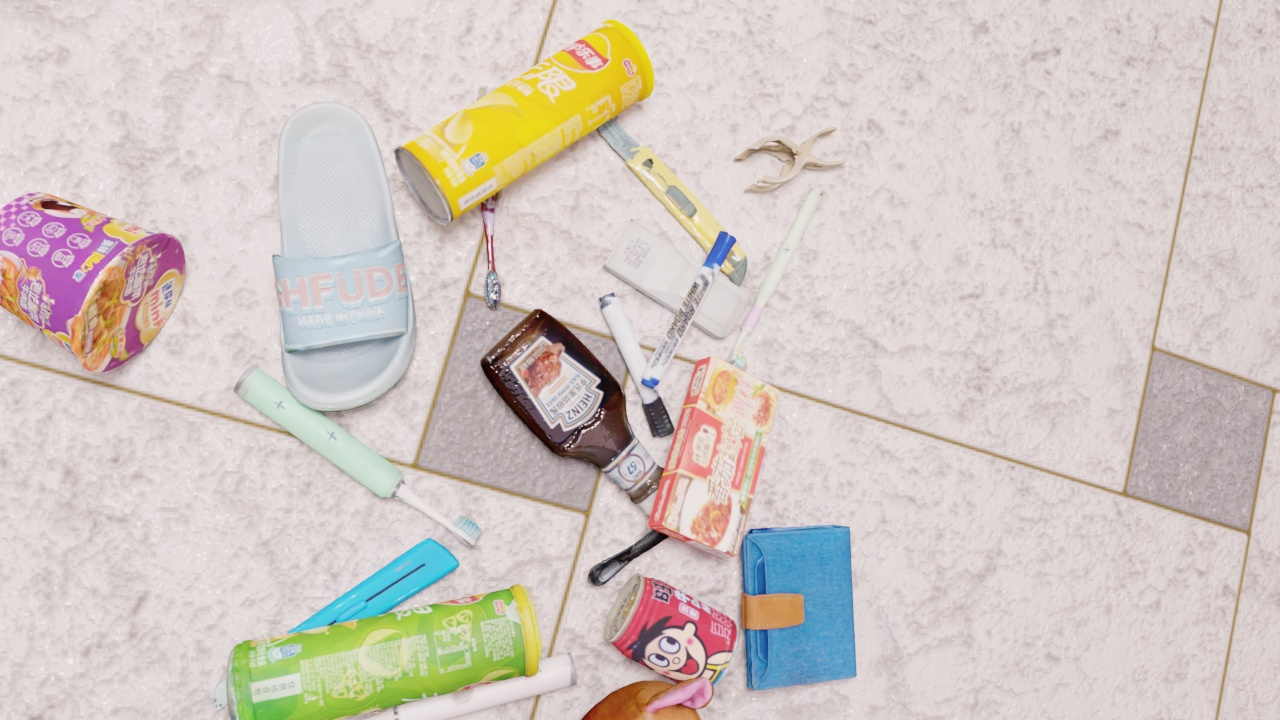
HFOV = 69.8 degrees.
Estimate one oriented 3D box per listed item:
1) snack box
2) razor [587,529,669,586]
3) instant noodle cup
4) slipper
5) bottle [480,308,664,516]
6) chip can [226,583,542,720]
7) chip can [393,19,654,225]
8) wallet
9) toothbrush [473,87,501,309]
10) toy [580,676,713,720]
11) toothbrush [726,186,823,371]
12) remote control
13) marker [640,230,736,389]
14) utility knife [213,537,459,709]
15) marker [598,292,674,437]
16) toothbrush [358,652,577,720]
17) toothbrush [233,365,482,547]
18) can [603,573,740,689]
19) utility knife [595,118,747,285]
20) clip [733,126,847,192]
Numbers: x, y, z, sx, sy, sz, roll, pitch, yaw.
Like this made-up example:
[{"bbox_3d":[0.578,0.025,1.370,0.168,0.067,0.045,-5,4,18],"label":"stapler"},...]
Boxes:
[{"bbox_3d":[0.063,0.079,0.761,0.075,0.026,0.152,27,66,-21],"label":"snack box"},{"bbox_3d":[0.017,0.148,0.771,0.142,0.022,0.042,-30,98,-15],"label":"razor"},{"bbox_3d":[-0.403,-0.063,0.655,0.099,0.112,0.111,28,80,-1],"label":"instant noodle cup"},{"bbox_3d":[-0.231,-0.084,0.707,0.104,0.074,0.245,-6,86,-14],"label":"slipper"},{"bbox_3d":[-0.043,0.050,0.755,0.079,0.044,0.195,-44,96,-14],"label":"bottle"},{"bbox_3d":[-0.189,0.224,0.685,0.221,0.073,0.072,-7,87,-18],"label":"chip can"},{"bbox_3d":[-0.089,-0.192,0.737,0.213,0.072,0.072,-38,94,-19],"label":"chip can"},{"bbox_3d":[0.135,0.209,0.787,0.106,0.040,0.133,0,85,-17],"label":"wallet"},{"bbox_3d":[-0.127,-0.136,0.762,0.016,0.017,0.187,-3,87,-13],"label":"toothbrush"},{"bbox_3d":[-0.029,0.315,0.700,0.199,0.140,0.130,-26,62,-18],"label":"toy"},{"bbox_3d":[0.121,-0.073,0.814,0.020,0.029,0.189,20,77,31],"label":"toothbrush"},{"bbox_3d":[0.032,-0.069,0.790,0.125,0.024,0.049,31,82,-8],"label":"remote control"},{"bbox_3d":[0.040,-0.042,0.769,0.017,0.017,0.145,29,85,-9],"label":"marker"},{"bbox_3d":[-0.238,0.204,0.713,0.206,0.018,0.034,-32,94,-12],"label":"utility knife"},{"bbox_3d":[-0.005,0.005,0.780,0.022,0.018,0.130,-25,92,-4],"label":"marker"},{"bbox_3d":[-0.160,0.269,0.720,0.221,0.026,0.026,-10,46,-13],"label":"toothbrush"},{"bbox_3d":[-0.220,0.080,0.721,0.224,0.027,0.027,38,57,-7],"label":"toothbrush"},{"bbox_3d":[0.025,0.221,0.745,0.094,0.066,0.066,30,80,-8],"label":"can"},{"bbox_3d":[0.027,-0.143,0.803,0.195,0.020,0.030,45,72,-1],"label":"utility knife"},{"bbox_3d":[0.138,-0.169,0.818,0.104,0.035,0.080,-3,83,-21],"label":"clip"}]
